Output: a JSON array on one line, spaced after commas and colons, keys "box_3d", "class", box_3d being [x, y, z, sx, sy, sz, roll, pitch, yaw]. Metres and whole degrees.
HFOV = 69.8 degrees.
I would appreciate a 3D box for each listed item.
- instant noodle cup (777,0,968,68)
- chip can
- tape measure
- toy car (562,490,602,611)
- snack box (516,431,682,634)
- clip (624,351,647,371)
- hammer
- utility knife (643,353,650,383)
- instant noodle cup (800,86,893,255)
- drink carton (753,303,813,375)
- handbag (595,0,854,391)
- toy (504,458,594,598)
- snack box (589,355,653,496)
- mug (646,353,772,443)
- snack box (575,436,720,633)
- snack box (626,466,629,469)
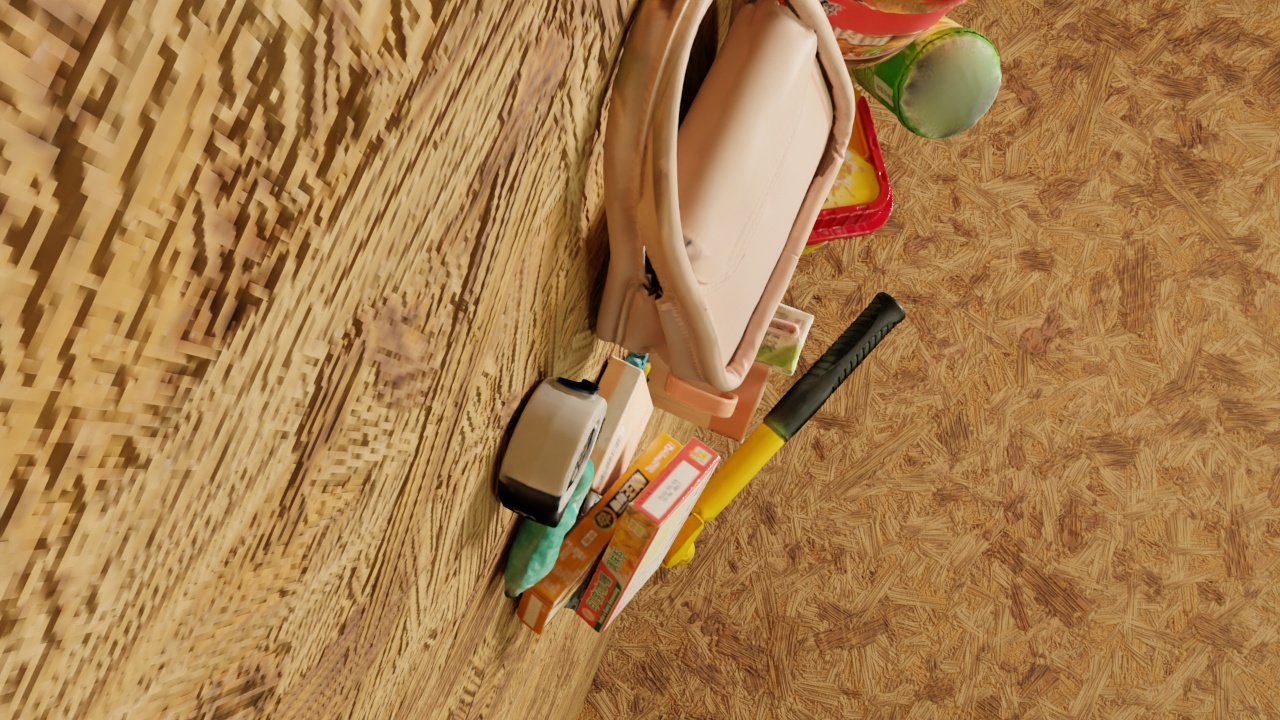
[{"box_3d": [0.132, -0.240, 0.520, 0.108, 0.138, 0.138, 123, -10, -84], "class": "instant noodle cup"}, {"box_3d": [0.174, -0.231, 0.659, 0.221, 0.072, 0.073, -111, -148, -51], "class": "chip can"}, {"box_3d": [-0.042, 0.041, 0.436, 0.066, 0.033, 0.065, 101, 11, -68], "class": "tape measure"}, {"box_3d": [-0.045, 0.146, 0.735, 0.120, 0.037, 0.054, -76, -173, -61], "class": "toy car"}, {"box_3d": [-0.028, 0.121, 0.654, 0.153, 0.026, 0.075, -46, 169, -31], "class": "snack box"}, {"box_3d": [-0.004, 0.003, 0.698, 0.057, 0.014, 0.047, 102, 11, -61], "class": "clip"}, {"box_3d": [0.114, 0.059, 0.778, 0.300, 0.033, 0.129, -47, 164, -4], "class": "hammer"}, {"box_3d": [-0.007, 0.038, 0.767, 0.033, 0.015, 0.217, -62, 172, -62], "class": "utility knife"}, {"box_3d": [0.105, -0.127, 0.673, 0.124, 0.116, 0.116, 131, -52, -73], "class": "instant noodle cup"}, {"box_3d": [0.079, -0.034, 0.766, 0.045, 0.122, 0.053, 35, 78, -81], "class": "drink carton"}, {"box_3d": [0.035, -0.103, 0.448, 0.234, 0.093, 0.193, 56, 57, -72], "class": "handbag"}, {"box_3d": [-0.055, 0.095, 0.537, 0.092, 0.030, 0.096, -62, 180, -8], "class": "toy"}, {"box_3d": [-0.021, 0.054, 0.665, 0.157, 0.026, 0.084, 78, 36, -78], "class": "snack box"}, {"box_3d": [0.054, 0.020, 0.806, 0.114, 0.106, 0.082, -45, 156, -73], "class": "mug"}, {"box_3d": [0.003, 0.126, 0.642, 0.076, 0.027, 0.156, -41, 162, -41], "class": "snack box"}, {"box_3d": [-0.023, 0.159, 0.831, 0.113, 0.044, 0.127, -65, -177, -19], "class": "snack box"}]
